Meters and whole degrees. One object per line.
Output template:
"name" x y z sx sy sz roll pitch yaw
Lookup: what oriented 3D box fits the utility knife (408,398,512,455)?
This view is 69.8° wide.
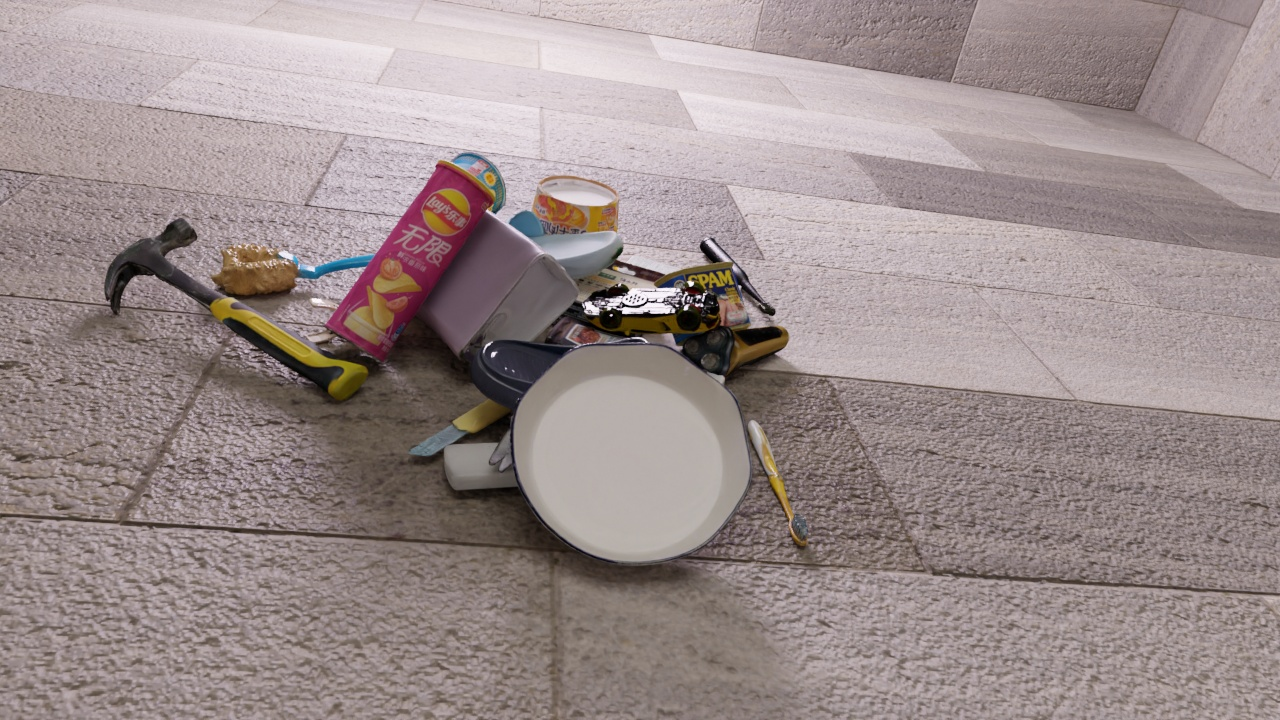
"utility knife" -0.150 0.048 0.896 0.031 0.022 0.210 22 24 21

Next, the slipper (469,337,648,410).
"slipper" -0.025 0.024 0.880 0.268 0.083 0.110 18 27 -16

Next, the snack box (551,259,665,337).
"snack box" -0.039 -0.074 1.113 0.113 0.053 0.125 18 29 12

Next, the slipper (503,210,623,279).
"slipper" -0.138 -0.140 1.119 0.246 0.074 0.103 0 30 26

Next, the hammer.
"hammer" -0.414 -0.044 0.933 0.323 0.032 0.125 28 53 19

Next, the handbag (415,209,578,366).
"handbag" -0.182 -0.085 1.010 0.145 0.098 0.197 -47 51 -8

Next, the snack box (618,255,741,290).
"snack box" 0.047 -0.094 1.205 0.157 0.027 0.084 18 30 11

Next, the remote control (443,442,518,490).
"remote control" -0.100 0.094 0.828 0.150 0.021 0.058 0 23 -20

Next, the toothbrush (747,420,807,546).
"toothbrush" 0.131 0.110 0.884 0.016 0.018 0.191 6 30 -12

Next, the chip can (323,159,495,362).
"chip can" -0.237 -0.103 0.948 0.071 0.210 0.071 31 -10 6

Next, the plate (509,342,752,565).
"plate" -0.009 0.079 0.784 0.205 0.046 0.204 5 60 -8

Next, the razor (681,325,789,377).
"razor" 0.119 -0.018 1.065 0.062 0.068 0.167 40 33 28

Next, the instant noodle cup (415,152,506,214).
"instant noodle cup" -0.254 -0.223 1.268 0.099 0.099 0.109 19 37 14

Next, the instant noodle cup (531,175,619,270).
"instant noodle cup" -0.089 -0.176 1.217 0.138 0.110 0.137 9 30 -6

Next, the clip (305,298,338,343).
"clip" -0.307 -0.043 0.984 0.100 0.072 0.034 -6 34 -39

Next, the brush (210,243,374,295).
"brush" -0.360 -0.111 1.066 0.254 0.046 0.083 -5 31 -16

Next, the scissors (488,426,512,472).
"scissors" -0.112 0.047 0.875 0.142 0.022 0.234 35 26 22

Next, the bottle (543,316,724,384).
"bottle" -0.006 0.006 0.996 0.195 0.044 0.079 18 31 10

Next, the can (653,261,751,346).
"can" 0.076 -0.067 1.098 0.101 0.057 0.083 -13 81 -35

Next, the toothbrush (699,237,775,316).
"toothbrush" 0.134 -0.116 1.274 0.027 0.026 0.212 10 27 -28

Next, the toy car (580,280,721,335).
"toy car" 0.012 -0.056 1.019 0.156 0.041 0.071 1 32 9
